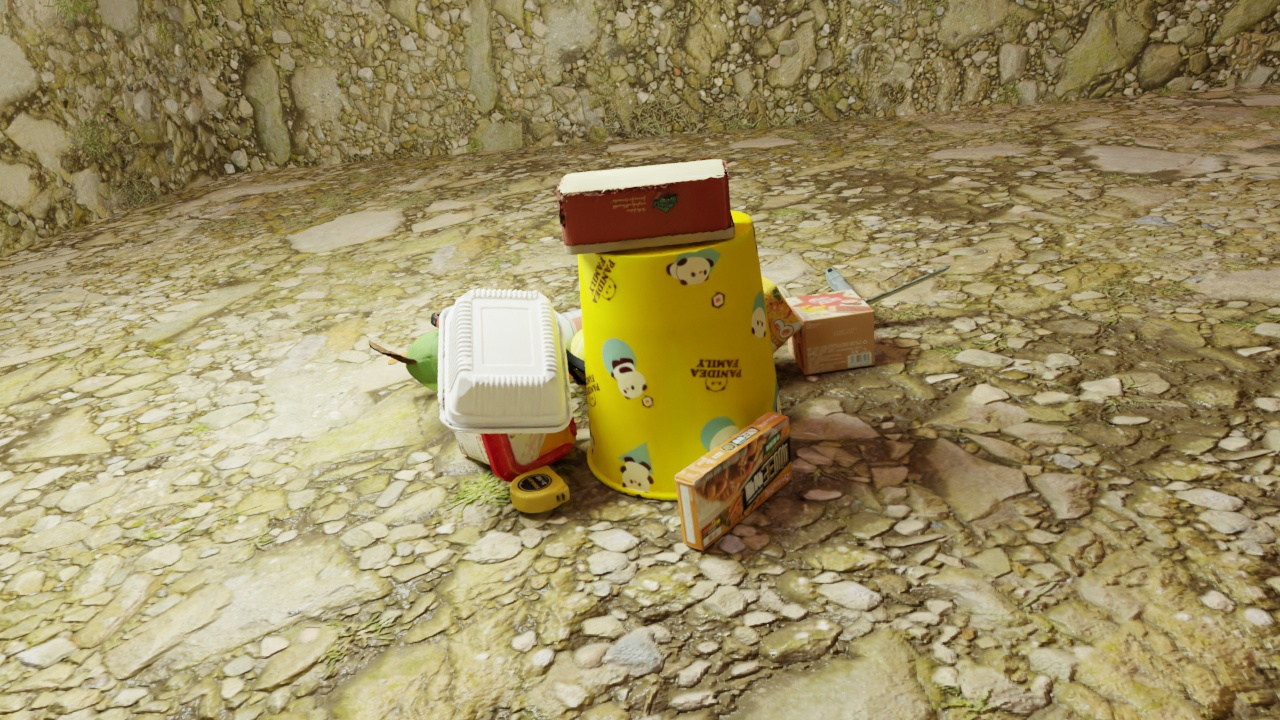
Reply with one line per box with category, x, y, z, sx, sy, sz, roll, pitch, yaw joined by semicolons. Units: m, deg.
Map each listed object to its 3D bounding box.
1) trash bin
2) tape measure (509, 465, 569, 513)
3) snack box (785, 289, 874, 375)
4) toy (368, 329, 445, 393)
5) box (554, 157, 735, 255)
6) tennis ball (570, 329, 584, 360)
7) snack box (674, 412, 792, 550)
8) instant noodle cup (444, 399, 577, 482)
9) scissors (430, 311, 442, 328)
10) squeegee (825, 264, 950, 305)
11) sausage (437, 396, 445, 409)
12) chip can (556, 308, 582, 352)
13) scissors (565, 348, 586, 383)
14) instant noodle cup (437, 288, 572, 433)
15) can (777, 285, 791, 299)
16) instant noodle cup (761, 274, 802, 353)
trash bin;0.039;-0.018;0.987;0.229;0.255;0.229;-6;23;3
tape measure;-0.106;0.138;0.953;0.057;0.029;0.060;-17;25;-25
snack box;0.248;-0.039;1.207;0.093;0.077;0.094;-8;22;-2
toy;-0.232;-0.004;1.196;0.227;0.090;0.246;4;6;15
box;0.004;-0.160;0.899;0.168;0.079;0.091;-5;24;4
tennis ball;-0.063;-0.015;1.256;0.065;0.065;0.065;-6;23;2
snack box;0.093;0.114;0.889;0.026;0.075;0.153;13;30;41
instant noodle cup;-0.153;0.066;1.046;0.116;0.116;0.124;-26;18;-37
scissors;-0.160;-0.028;1.098;0.206;0.015;0.194;11;10;3
squeegee;0.316;-0.101;1.390;0.246;0.039;0.246;-24;16;6
sausage;-0.185;0.044;1.211;0.165;0.021;0.021;-10;23;-7
chip can;-0.076;-0.043;1.323;0.214;0.071;0.071;-17;25;-23
scissors;-0.096;-0.011;1.143;0.224;0.021;0.221;31;-11;10
instant noodle cup;-0.143;-0.009;0.966;0.138;0.060;0.173;1;48;-12
can;0.160;-0.069;1.330;0.116;0.058;0.058;-17;24;-22
instant noodle cup;0.127;-0.043;1.164;0.123;0.116;0.116;-38;25;0
